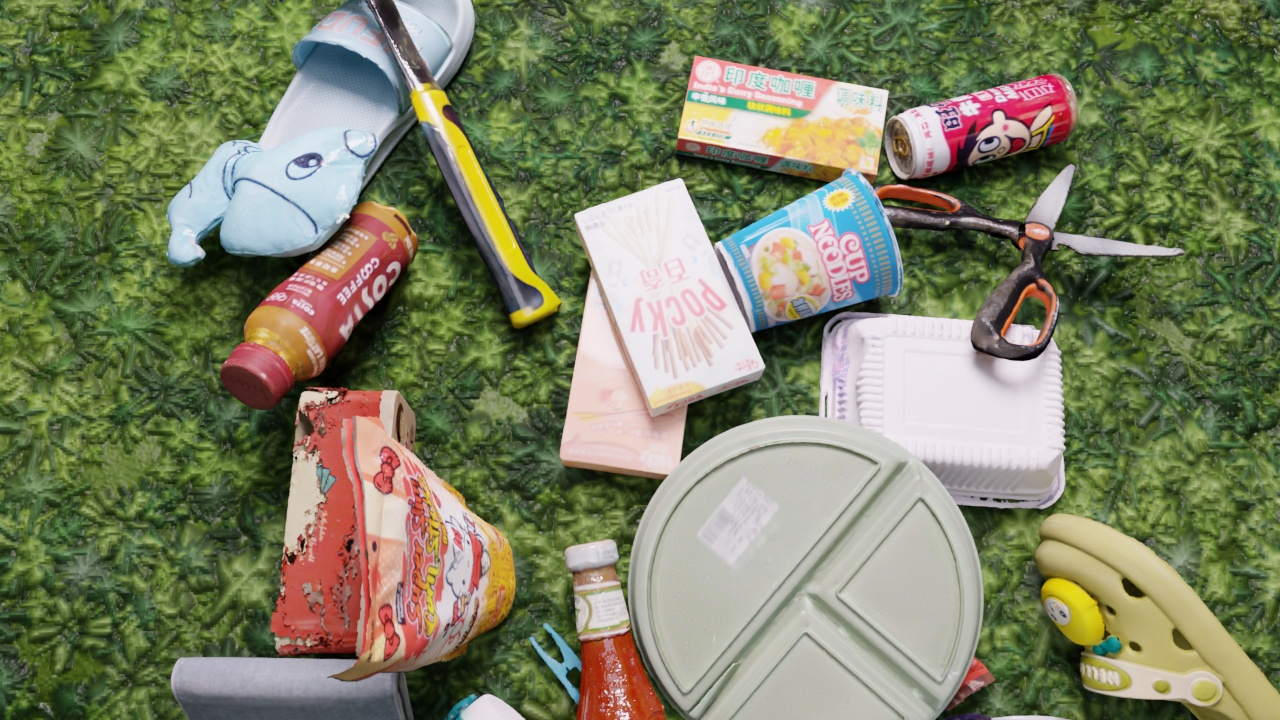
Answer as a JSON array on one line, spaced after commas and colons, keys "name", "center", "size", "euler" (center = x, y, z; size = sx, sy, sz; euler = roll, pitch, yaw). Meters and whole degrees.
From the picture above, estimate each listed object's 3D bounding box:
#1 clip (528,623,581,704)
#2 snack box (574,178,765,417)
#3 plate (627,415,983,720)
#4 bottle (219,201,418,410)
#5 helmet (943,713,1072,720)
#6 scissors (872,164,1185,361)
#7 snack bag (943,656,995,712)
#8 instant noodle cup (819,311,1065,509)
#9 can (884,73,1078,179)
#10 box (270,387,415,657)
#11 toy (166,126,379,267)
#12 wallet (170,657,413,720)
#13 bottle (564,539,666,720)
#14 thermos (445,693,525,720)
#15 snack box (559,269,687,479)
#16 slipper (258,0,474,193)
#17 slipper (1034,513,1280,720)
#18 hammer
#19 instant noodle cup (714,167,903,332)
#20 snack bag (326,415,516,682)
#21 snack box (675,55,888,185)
[{"name": "clip", "center": [-0.051, 0.201, 0.610], "size": [0.046, 0.014, 0.057], "euler": [-42, 79, -10]}, {"name": "snack box", "center": [0.019, -0.046, 0.650], "size": [0.084, 0.027, 0.156], "euler": [-20, 74, -8]}, {"name": "plate", "center": [0.104, 0.150, 0.591], "size": [0.230, 0.027, 0.230], "euler": [-1, 86, 7]}, {"name": "bottle", "center": [-0.214, -0.039, 0.620], "size": [0.057, 0.058, 0.174], "euler": [19, 45, 5]}, {"name": "helmet", "center": [0.231, 0.319, 0.509], "size": [0.258, 0.146, 0.229], "euler": [-18, 75, -6]}, {"name": "scissors", "center": [0.271, -0.083, 0.661], "size": [0.230, 0.022, 0.220], "euler": [10, 50, 11]}, {"name": "snack bag", "center": [0.187, 0.178, 0.613], "size": [0.048, 0.026, 0.104], "euler": [-26, 75, -20]}, {"name": "instant noodle cup", "center": [0.216, 0.028, 0.641], "size": [0.173, 0.060, 0.137], "euler": [4, 74, 2]}, {"name": "can", "center": [0.260, -0.179, 0.705], "size": [0.132, 0.053, 0.053], "euler": [-15, 74, -5]}, {"name": "box", "center": [-0.197, 0.105, 0.597], "size": [0.077, 0.091, 0.168], "euler": [1, 73, -3]}, {"name": "toy", "center": [-0.256, -0.113, 0.634], "size": [0.161, 0.050, 0.156], "euler": [-46, 59, -7]}, {"name": "wallet", "center": [-0.206, 0.217, 0.565], "size": [0.129, 0.107, 0.036], "euler": [1, 40, -2]}, {"name": "bottle", "center": [-0.015, 0.217, 0.575], "size": [0.060, 0.060, 0.206], "euler": [-10, 79, -4]}, {"name": "thermos", "center": [-0.141, 0.311, 0.551], "size": [0.073, 0.073, 0.224], "euler": [33, 75, 9]}, {"name": "snack box", "center": [-0.004, 0.004, 0.662], "size": [0.084, 0.026, 0.157], "euler": [8, 74, 2]}, {"name": "slipper", "center": [-0.223, -0.209, 0.700], "size": [0.104, 0.074, 0.245], "euler": [27, 76, 8]}, {"name": "slipper", "center": [0.320, 0.184, 0.581], "size": [0.081, 0.092, 0.190], "euler": [-41, 81, -9]}, {"name": "hammer", "center": [-0.148, -0.172, 0.659], "size": [0.125, 0.032, 0.323], "euler": [-28, 93, -36]}, {"name": "instant noodle cup", "center": [0.116, -0.071, 0.657], "size": [0.110, 0.099, 0.099], "euler": [-23, 75, 1]}, {"name": "snack bag", "center": [-0.128, 0.117, 0.534], "size": [0.073, 0.208, 0.128], "euler": [-3, 72, 3]}, {"name": "snack box", "center": [0.111, -0.186, 0.720], "size": [0.156, 0.027, 0.077], "euler": [11, 72, 3]}]
